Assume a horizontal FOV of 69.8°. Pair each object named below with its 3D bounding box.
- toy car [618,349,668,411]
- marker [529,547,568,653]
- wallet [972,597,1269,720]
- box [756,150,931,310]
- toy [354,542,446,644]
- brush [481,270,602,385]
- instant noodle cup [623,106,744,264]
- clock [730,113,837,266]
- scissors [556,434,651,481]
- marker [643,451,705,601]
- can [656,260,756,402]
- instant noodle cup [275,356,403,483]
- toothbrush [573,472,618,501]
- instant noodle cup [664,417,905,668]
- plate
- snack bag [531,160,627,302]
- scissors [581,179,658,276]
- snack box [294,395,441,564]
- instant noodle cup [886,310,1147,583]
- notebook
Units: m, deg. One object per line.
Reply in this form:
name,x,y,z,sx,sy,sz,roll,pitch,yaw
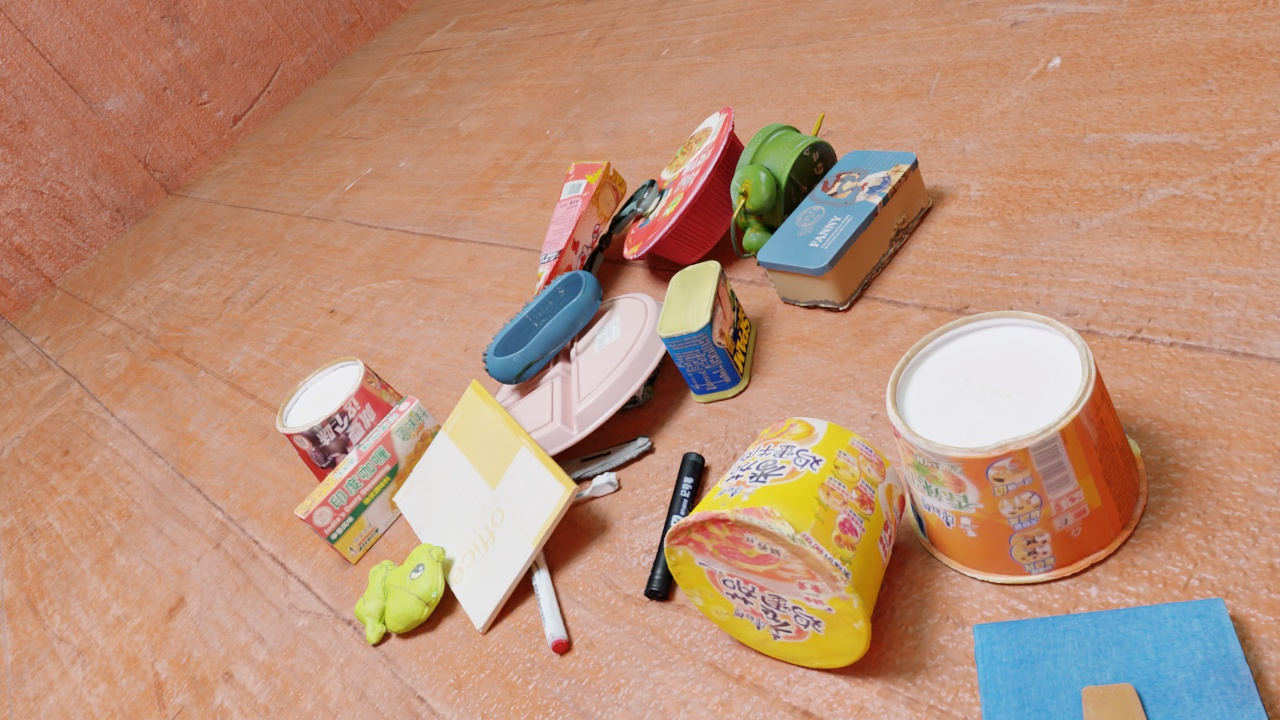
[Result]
toy car,-0.005,0.005,0.887,0.049,0.031,0.105,-8,41,30
marker,-0.080,0.179,0.745,0.017,0.017,0.145,-31,35,2
wallet,0.246,0.176,0.480,0.133,0.040,0.106,-15,34,24
box,0.190,-0.120,0.862,0.090,0.063,0.183,14,54,47
toy,-0.206,0.202,0.794,0.100,0.031,0.096,5,69,43
brush,-0.090,-0.032,0.892,0.143,0.055,0.074,-45,22,-16
instant noodle cup,0.061,-0.174,0.979,0.194,0.066,0.193,-52,17,22
clock,0.138,-0.164,0.913,0.056,0.116,0.161,23,59,38
scissors,-0.089,0.099,0.851,0.209,0.015,0.182,-40,35,-12
marker,0.028,0.128,0.722,0.022,0.020,0.131,-40,23,45
can,0.060,-0.027,0.829,0.057,0.083,0.101,-13,39,26
instant noodle cup,-0.307,0.071,0.972,0.138,0.108,0.137,-21,37,16
toothbrush,-0.101,0.135,0.816,0.180,0.016,0.016,-22,28,13
instant noodle cup,0.102,0.111,0.594,0.138,0.138,0.109,2,39,39
plate,-0.068,0.012,0.887,0.230,0.028,0.229,-32,23,15
snack bag,-0.086,-0.121,1.023,0.207,0.073,0.129,-67,10,-19
scissors,-0.036,-0.127,1.030,0.175,0.019,0.169,-36,27,52
snack box,-0.256,0.116,0.905,0.027,0.077,0.155,14,56,46
instant noodle cup,0.230,0.048,0.582,0.151,0.111,0.151,-21,36,16
notebook,-0.143,0.119,0.811,0.146,0.010,0.206,-56,42,4
